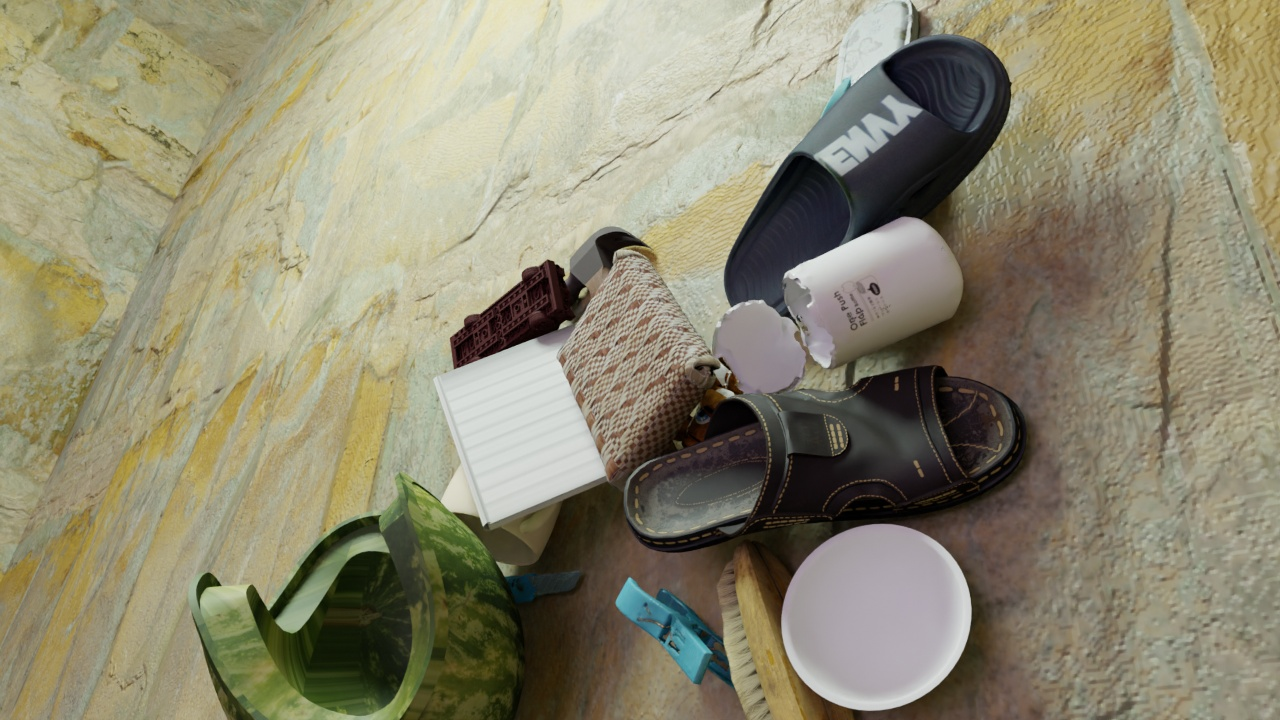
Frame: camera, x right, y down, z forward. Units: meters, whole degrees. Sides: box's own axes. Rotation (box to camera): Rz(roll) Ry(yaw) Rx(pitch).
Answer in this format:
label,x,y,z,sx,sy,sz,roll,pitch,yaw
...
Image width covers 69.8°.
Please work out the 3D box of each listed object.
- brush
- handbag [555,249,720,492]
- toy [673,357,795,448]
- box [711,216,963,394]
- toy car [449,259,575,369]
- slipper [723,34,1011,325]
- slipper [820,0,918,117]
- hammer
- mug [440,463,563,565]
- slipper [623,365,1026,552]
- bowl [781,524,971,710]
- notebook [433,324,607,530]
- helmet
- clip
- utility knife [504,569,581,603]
label,x,y,z,sx,sy,sz,roll,pitch,yaw
brush,0.088,0.193,0.558,0.043,0.059,0.195,-49,34,26
handbag,-0.004,0.004,0.732,0.124,0.047,0.185,-55,34,20
toy,0.066,0.041,0.689,0.087,0.067,0.112,33,76,38
box,0.128,-0.030,0.623,0.166,0.083,0.092,-24,2,-5
toy car,-0.124,-0.032,0.936,0.170,0.061,0.070,-32,59,37
slipper,0.138,-0.126,0.666,0.269,0.083,0.110,-49,58,32
slipper,0.181,-0.206,0.752,0.098,0.054,0.268,-23,47,39
hammer,-0.013,-0.011,0.841,0.115,0.033,0.322,-44,40,22
mug,-0.107,0.112,0.801,0.120,0.096,0.099,-12,44,43
slipper,0.104,0.060,0.591,0.268,0.076,0.112,-16,48,21
bowl,0.142,0.155,0.537,0.110,0.040,0.109,-21,46,22
notebook,-0.092,0.048,0.794,0.142,0.009,0.209,-22,38,-10
helmet,-0.199,0.224,0.710,0.213,0.247,0.243,-29,76,-10
clip,0.040,0.193,0.637,0.127,0.113,0.028,27,84,46
utility knife,-0.125,0.204,0.822,0.206,0.015,0.031,-18,56,38
